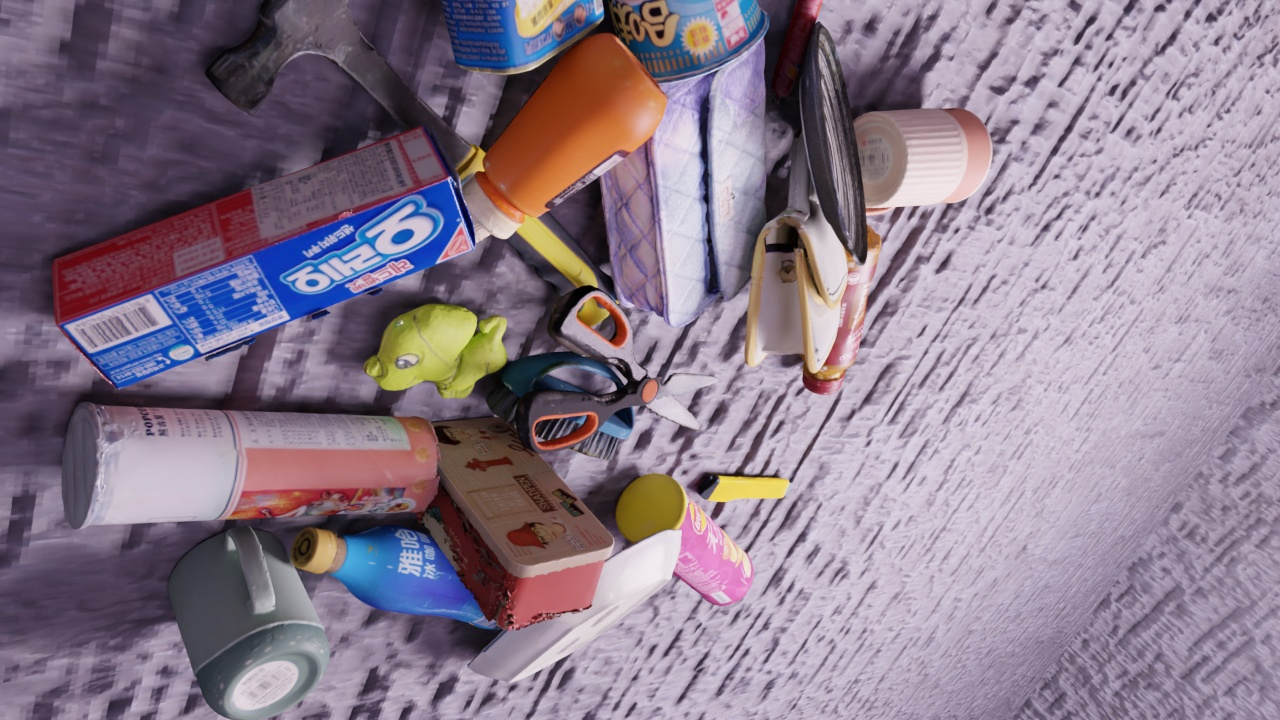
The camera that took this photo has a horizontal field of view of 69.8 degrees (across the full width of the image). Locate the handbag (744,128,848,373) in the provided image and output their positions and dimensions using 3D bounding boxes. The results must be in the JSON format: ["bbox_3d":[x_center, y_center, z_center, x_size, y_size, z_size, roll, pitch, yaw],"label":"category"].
[{"bbox_3d":[0.130,-0.091,0.720,0.163,0.063,0.179,-41,134,-67],"label":"handbag"}]

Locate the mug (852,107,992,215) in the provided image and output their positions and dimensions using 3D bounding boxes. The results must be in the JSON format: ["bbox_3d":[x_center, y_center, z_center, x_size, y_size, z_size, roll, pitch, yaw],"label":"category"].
[{"bbox_3d":[0.225,-0.166,0.794,0.105,0.081,0.115,-11,158,-33],"label":"mug"}]

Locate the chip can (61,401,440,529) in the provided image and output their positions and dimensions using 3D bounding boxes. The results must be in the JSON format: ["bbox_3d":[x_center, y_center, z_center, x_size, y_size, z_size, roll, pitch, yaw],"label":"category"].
[{"bbox_3d":[-0.235,0.065,0.581,0.214,0.071,0.071,5,118,-44],"label":"chip can"}]

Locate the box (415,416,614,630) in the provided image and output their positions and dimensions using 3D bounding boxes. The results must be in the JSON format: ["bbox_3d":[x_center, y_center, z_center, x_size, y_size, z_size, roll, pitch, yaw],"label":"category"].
[{"bbox_3d":[-0.104,0.118,0.663,0.091,0.168,0.077,-4,122,-39],"label":"box"}]

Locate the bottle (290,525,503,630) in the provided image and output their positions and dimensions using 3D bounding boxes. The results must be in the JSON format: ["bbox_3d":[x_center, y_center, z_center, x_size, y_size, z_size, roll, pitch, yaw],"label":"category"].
[{"bbox_3d":[-0.176,0.168,0.724,0.065,0.065,0.218,-51,139,6],"label":"bottle"}]

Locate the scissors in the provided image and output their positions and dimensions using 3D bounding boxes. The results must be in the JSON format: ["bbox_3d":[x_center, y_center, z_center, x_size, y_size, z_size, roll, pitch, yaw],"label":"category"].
[{"bbox_3d":[-0.015,0.027,0.714,0.197,0.022,0.227,-50,139,-21],"label":"scissors"}]

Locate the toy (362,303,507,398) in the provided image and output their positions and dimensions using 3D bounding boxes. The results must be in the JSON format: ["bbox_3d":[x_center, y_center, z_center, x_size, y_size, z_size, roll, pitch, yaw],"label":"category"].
[{"bbox_3d":[-0.138,-0.008,0.636,0.096,0.031,0.100,-40,145,-8],"label":"toy"}]

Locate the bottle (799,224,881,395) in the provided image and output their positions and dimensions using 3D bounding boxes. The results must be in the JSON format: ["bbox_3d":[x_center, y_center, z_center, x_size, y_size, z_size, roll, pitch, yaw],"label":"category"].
[{"bbox_3d":[0.183,-0.045,0.866,0.057,0.057,0.175,-23,135,-26],"label":"bottle"}]

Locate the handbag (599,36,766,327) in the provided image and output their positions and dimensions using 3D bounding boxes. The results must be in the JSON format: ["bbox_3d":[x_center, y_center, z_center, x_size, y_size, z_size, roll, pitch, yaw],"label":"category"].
[{"bbox_3d":[0.038,-0.124,0.649,0.133,0.076,0.194,-45,146,-31],"label":"handbag"}]

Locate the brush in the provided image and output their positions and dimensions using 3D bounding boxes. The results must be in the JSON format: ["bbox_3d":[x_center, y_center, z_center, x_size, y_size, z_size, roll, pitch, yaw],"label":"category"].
[{"bbox_3d":[-0.053,0.030,0.722,0.143,0.055,0.073,25,105,-49],"label":"brush"}]

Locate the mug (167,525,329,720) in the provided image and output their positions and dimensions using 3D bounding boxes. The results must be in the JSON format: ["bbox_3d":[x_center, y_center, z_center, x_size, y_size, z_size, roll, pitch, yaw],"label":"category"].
[{"bbox_3d":[-0.261,0.169,0.616,0.082,0.106,0.112,-9,127,-36],"label":"mug"}]

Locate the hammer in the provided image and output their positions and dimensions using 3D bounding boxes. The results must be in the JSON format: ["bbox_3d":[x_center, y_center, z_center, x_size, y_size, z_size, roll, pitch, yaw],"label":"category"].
[{"bbox_3d":[-0.100,-0.116,0.578,0.126,0.032,0.323,-46,140,1],"label":"hammer"}]

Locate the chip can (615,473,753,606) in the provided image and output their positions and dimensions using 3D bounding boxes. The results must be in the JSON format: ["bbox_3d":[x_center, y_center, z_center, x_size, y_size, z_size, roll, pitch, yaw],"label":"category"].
[{"bbox_3d":[0.050,0.187,0.935,0.071,0.071,0.210,-44,141,-3],"label":"chip can"}]

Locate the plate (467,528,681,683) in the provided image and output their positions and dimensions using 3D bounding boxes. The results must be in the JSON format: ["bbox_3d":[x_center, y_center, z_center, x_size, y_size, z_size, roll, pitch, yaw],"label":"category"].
[{"bbox_3d":[-0.054,0.228,0.819,0.161,0.034,0.267,-17,157,-40],"label":"plate"}]

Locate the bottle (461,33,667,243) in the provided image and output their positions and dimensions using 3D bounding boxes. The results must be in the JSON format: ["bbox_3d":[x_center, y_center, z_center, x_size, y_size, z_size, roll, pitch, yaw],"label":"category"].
[{"bbox_3d":[-0.055,-0.120,0.537,0.150,0.066,0.066,-40,142,15],"label":"bottle"}]

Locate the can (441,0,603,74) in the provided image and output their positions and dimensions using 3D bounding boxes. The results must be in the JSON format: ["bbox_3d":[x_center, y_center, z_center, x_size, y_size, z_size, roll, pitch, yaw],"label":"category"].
[{"bbox_3d":[-0.064,-0.209,0.483,0.101,0.057,0.083,-50,144,-42],"label":"can"}]

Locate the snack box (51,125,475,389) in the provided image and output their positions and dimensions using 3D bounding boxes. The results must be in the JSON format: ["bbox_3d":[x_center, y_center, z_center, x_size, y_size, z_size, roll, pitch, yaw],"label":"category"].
[{"bbox_3d":[-0.195,-0.057,0.492,0.207,0.058,0.057,-23,141,-10],"label":"snack box"}]

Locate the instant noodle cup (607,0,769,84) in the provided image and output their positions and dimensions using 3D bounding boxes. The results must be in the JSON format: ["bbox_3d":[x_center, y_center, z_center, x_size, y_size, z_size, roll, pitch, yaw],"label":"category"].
[{"bbox_3d":[0.015,-0.235,0.537,0.099,0.099,0.110,-35,132,-13],"label":"instant noodle cup"}]

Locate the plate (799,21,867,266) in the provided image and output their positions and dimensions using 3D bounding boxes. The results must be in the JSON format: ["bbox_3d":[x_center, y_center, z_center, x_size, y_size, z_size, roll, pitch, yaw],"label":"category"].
[{"bbox_3d":[0.141,-0.157,0.682,0.024,0.179,0.179,-8,145,21],"label":"plate"}]

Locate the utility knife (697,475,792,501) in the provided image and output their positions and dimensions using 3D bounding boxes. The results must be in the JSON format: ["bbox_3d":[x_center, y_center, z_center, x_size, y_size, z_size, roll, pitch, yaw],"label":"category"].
[{"bbox_3d":[0.117,0.139,0.995,0.167,0.015,0.033,10,121,-47],"label":"utility knife"}]

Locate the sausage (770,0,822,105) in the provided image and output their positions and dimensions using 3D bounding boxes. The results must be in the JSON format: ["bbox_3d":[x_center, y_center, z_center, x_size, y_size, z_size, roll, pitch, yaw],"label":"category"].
[{"bbox_3d":[0.122,-0.261,0.662,0.020,0.020,0.156,-10,129,-36],"label":"sausage"}]
